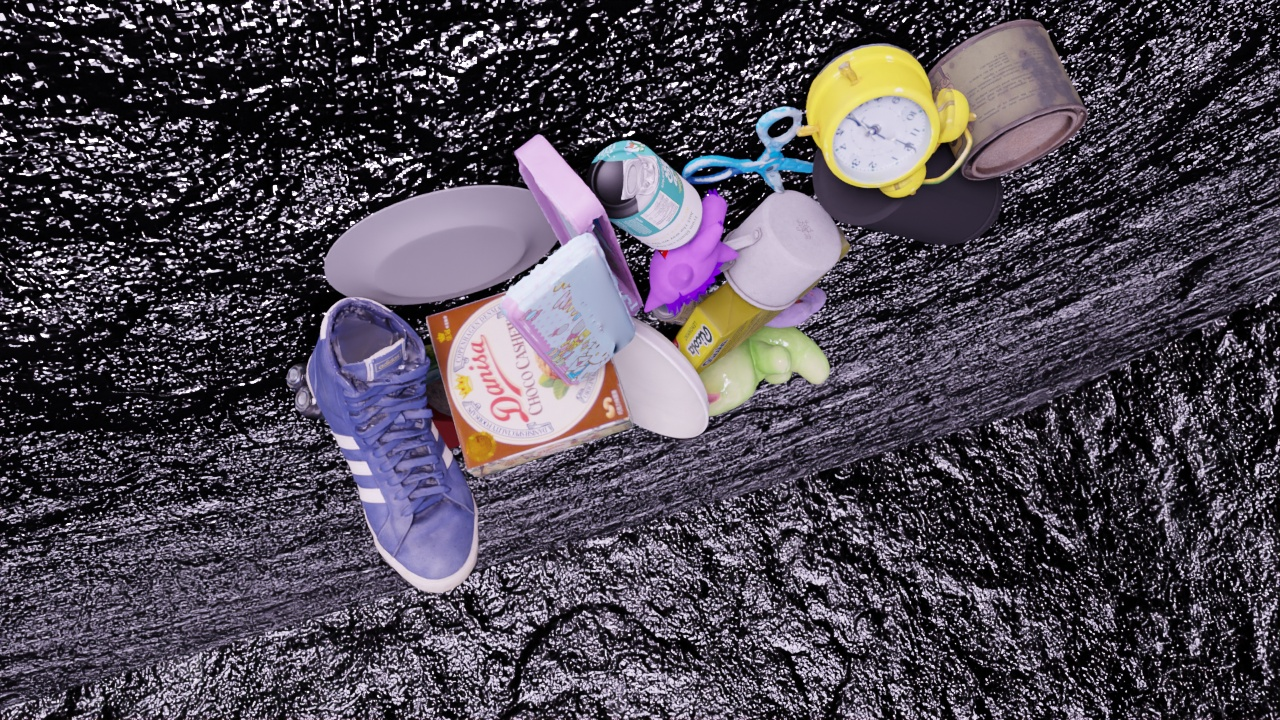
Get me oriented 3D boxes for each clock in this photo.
[{"bbox_3d":[0.166,-0.156,0.610,0.118,0.057,0.084,19,130,-19],"label":"clock"}]

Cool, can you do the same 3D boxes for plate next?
[{"bbox_3d":[-0.143,-0.078,0.685,0.178,0.012,0.178,-17,164,-5],"label":"plate"},{"bbox_3d":[-0.005,0.005,0.897,0.034,0.182,0.183,-53,179,-25],"label":"plate"}]

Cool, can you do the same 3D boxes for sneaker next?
[{"bbox_3d":[-0.183,0.056,0.713,0.091,0.233,0.119,-21,162,-32],"label":"sneaker"}]

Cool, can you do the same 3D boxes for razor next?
[{"bbox_3d":[-0.236,0.011,0.825,0.151,0.054,0.067,-17,157,-23],"label":"razor"}]

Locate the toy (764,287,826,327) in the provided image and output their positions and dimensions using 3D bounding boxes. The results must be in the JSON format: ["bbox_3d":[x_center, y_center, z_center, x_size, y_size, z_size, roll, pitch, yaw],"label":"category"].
[{"bbox_3d":[0.159,-0.060,1.007,0.080,0.036,0.099,-2,-165,24],"label":"toy"}]

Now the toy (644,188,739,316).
[{"bbox_3d":[0.038,-0.077,0.724,0.087,0.056,0.106,-52,-172,-29],"label":"toy"}]

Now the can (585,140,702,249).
[{"bbox_3d":[0.006,-0.114,0.649,0.055,0.055,0.101,-24,163,19],"label":"can"}]

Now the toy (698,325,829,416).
[{"bbox_3d":[0.111,0.008,1.090,0.196,0.107,0.150,-9,-177,-25],"label":"toy"}]

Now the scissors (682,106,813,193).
[{"bbox_3d":[0.086,-0.148,0.707,0.118,0.013,0.140,-22,166,12],"label":"scissors"}]

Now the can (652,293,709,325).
[{"bbox_3d":[0.047,-0.054,0.928,0.038,0.038,0.079,-27,162,27],"label":"can"}]

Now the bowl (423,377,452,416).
[{"bbox_3d":[-0.163,0.027,0.935,0.121,0.056,0.121,-17,164,-5],"label":"bowl"}]

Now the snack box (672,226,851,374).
[{"bbox_3d":[0.112,-0.061,0.888,0.180,0.045,0.121,-35,170,-22],"label":"snack box"}]

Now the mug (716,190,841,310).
[{"bbox_3d":[0.108,-0.094,0.783,0.113,0.084,0.071,-3,157,-30],"label":"mug"}]

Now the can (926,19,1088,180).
[{"bbox_3d":[0.260,-0.184,0.657,0.090,0.074,0.090,-17,164,-5],"label":"can"}]

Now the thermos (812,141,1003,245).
[{"bbox_3d":[0.229,-0.141,0.745,0.086,0.086,0.198,-30,160,37],"label":"thermos"}]

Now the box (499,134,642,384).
[{"bbox_3d":[-0.060,-0.059,0.651,0.091,0.090,0.214,-39,165,-3],"label":"box"}]

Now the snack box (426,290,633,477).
[{"bbox_3d":[-0.096,0.010,0.793,0.147,0.143,0.041,-18,164,0],"label":"snack box"}]

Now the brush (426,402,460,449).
[{"bbox_3d":[-0.238,0.064,1.003,0.082,0.041,0.173,-25,163,22],"label":"brush"}]
